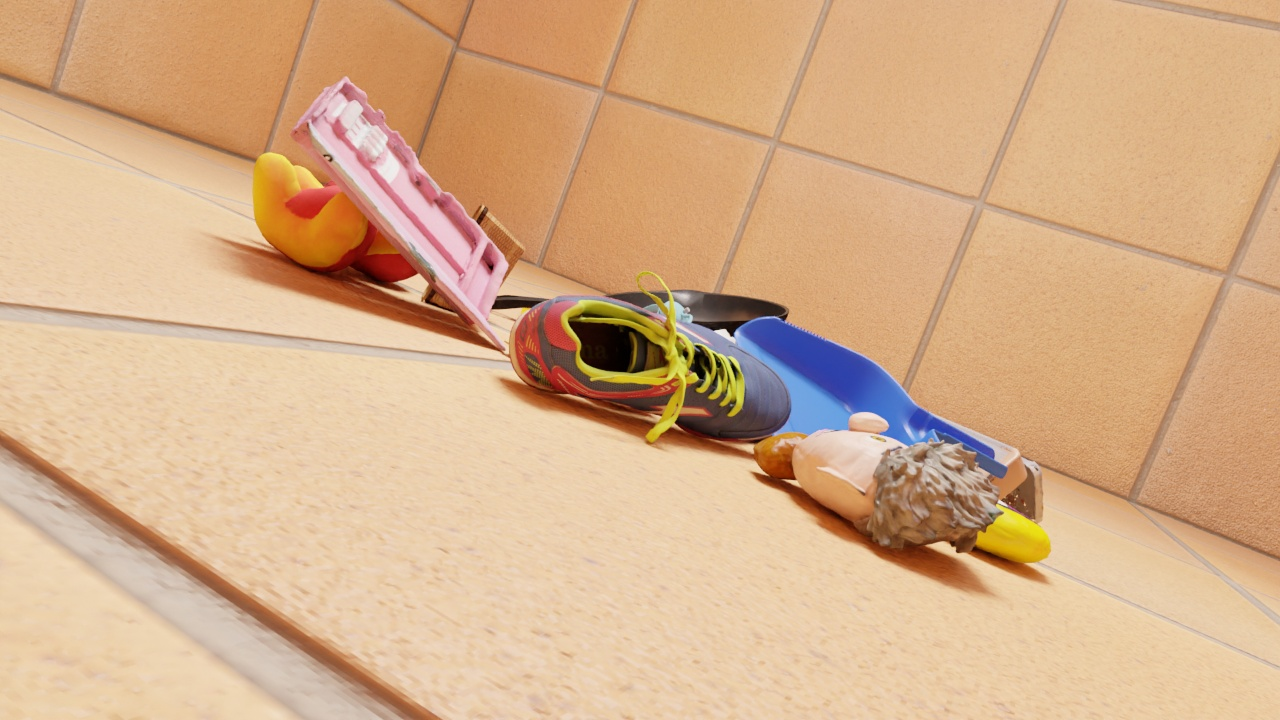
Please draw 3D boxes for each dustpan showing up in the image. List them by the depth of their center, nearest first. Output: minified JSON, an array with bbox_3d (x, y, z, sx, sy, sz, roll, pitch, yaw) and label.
[{"bbox_3d":[0.226,0.063,0.847,0.257,0.060,0.245,27,22,-18],"label":"dustpan"}]

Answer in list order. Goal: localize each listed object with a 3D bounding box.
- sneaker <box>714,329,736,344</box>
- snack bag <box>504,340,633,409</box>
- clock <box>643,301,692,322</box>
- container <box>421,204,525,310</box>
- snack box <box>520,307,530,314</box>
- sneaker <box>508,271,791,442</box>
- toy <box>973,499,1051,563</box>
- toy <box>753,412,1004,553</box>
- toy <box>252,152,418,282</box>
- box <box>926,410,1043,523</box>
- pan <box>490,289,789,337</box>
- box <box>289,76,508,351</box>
[{"bbox_3d":[0.058,0.022,0.866,0.079,0.087,0.235,-14,8,3],"label":"sneaker"},{"bbox_3d":[-0.054,-0.001,0.765,0.087,0.044,0.155,10,7,-46],"label":"snack bag"},{"bbox_3d":[0.007,-0.026,0.919,0.042,0.087,0.123,51,-28,-18],"label":"clock"},{"bbox_3d":[-0.170,-0.097,0.946,0.061,0.114,0.063,33,2,-16],"label":"container"},{"bbox_3d":[-0.075,-0.043,1.177,0.152,0.025,0.075,21,5,3],"label":"snack box"},{"bbox_3d":[0.027,0.011,0.665,0.241,0.116,0.091,14,-20,-29],"label":"sneaker"},{"bbox_3d":[0.261,0.123,0.688,0.094,0.041,0.095,25,3,5],"label":"toy"},{"bbox_3d":[0.152,0.074,0.603,0.176,0.076,0.132,15,0,41],"label":"toy"},{"bbox_3d":[-0.281,-0.134,0.898,0.147,0.099,0.216,36,9,8],"label":"toy"},{"bbox_3d":[0.320,0.107,0.994,0.107,0.094,0.216,-8,17,-23],"label":"box"},{"bbox_3d":[-0.006,-0.048,1.081,0.356,0.043,0.248,2,12,0],"label":"pan"},{"bbox_3d":[-0.202,-0.117,0.790,0.233,0.059,0.179,52,13,-30],"label":"box"}]
